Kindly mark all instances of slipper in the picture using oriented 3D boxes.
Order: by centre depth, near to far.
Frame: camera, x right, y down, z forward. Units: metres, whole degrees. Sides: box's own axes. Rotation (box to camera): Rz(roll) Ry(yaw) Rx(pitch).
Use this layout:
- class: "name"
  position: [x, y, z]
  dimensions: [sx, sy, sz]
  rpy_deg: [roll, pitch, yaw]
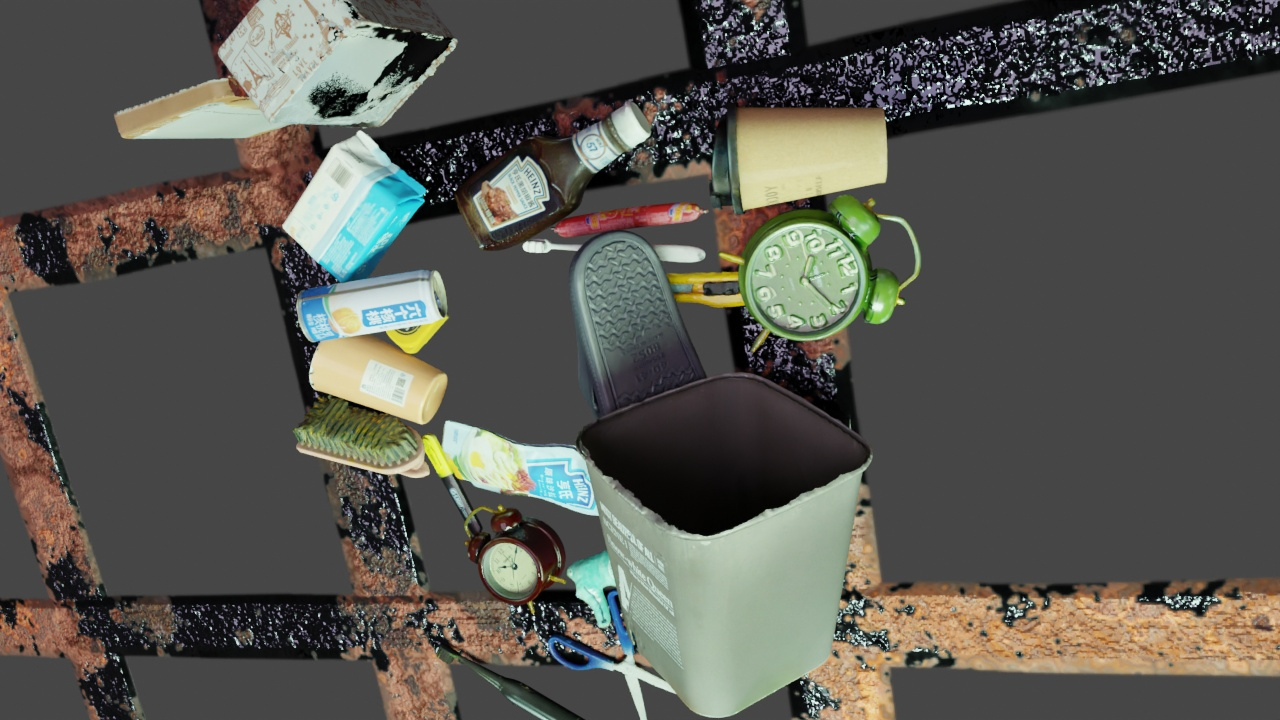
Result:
- class: "slipper"
  position: [-0.005, 0.005, 0.857]
  dimensions: [0.110, 0.083, 0.268]
  rpy_deg: [-24, 112, -19]

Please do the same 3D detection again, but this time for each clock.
- class: "clock"
  position: [0.157, -0.076, 0.787]
  dimensions: [0.161, 0.056, 0.116]
  rpy_deg: [-18, 99, 13]
- class: "clock"
  position: [-0.135, 0.202, 0.966]
  dimensions: [0.122, 0.055, 0.082]
  rpy_deg: [46, 113, 4]

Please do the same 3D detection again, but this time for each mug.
- class: "mug"
  position: [-0.268, 0.017, 0.952]
  dimensions: [0.123, 0.078, 0.078]
  rpy_deg: [22, 110, 7]

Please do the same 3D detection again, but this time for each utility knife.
- class: "utility knife"
  position: [0.043, -0.065, 0.855]
  dimensions: [0.155, 0.015, 0.033]
  rpy_deg: [0, 101, 18]

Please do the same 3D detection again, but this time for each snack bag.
- class: "snack bag"
  position: [-0.103, 0.112, 0.925]
  dimensions: [0.191, 0.038, 0.110]
  rpy_deg: [11, 132, 18]

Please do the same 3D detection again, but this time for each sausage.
- class: "sausage"
  position: [-0.012, -0.132, 0.854]
  dimensions: [0.156, 0.020, 0.020]
  rpy_deg: [-5, 103, 19]

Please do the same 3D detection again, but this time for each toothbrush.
- class: "toothbrush"
  position: [-0.027, -0.104, 0.867]
  dimensions: [0.180, 0.016, 0.016]
  rpy_deg: [5, 108, 17]
- class: "toothbrush"
  position: [-0.138, 0.374, 1.029]
  dimensions: [0.213, 0.026, 0.027]
  rpy_deg: [26, 99, 11]

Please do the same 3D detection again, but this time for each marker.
- class: "marker"
  position: [-0.204, 0.135, 0.992]
  dimensions: [0.018, 0.015, 0.124]
  rpy_deg: [-25, 95, 27]

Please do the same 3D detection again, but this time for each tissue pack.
- class: "tissue pack"
  position: [-0.283, -0.147, 0.915]
  dimensions: [0.090, 0.063, 0.140]
  rpy_deg: [43, 114, 1]

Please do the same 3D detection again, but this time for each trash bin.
- class: "trash bin"
  position: [0.069, 0.158, 0.789]
  dimensions: [0.199, 0.198, 0.220]
  rpy_deg: [36, 137, 51]

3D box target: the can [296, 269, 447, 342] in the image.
- class: "can"
  position: [-0.262, -0.054, 0.902]
  dimensions: [0.134, 0.053, 0.053]
  rpy_deg: [-9, 102, 2]

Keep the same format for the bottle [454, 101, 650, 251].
- class: "bottle"
  position: [-0.080, -0.174, 0.852]
  dimensions: [0.195, 0.044, 0.080]
  rpy_deg: [-27, 87, 22]

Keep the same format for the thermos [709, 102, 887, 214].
- class: "thermos"
  position: [0.129, -0.171, 0.763]
  dimensions: [0.143, 0.093, 0.093]
  rpy_deg: [-2, 104, 11]

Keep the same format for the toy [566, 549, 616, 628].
- class: "toy"
  position: [-0.035, 0.224, 0.949]
  dimensions: [0.092, 0.030, 0.096]
  rpy_deg: [-24, 77, 26]

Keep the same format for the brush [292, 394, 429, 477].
- class: "brush"
  position: [-0.293, 0.088, 0.981]
  dimensions: [0.146, 0.063, 0.073]
  rpy_deg: [12, 142, 20]

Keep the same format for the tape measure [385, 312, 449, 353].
- class: "tape measure"
  position: [-0.234, -0.042, 0.946]
  dimensions: [0.057, 0.029, 0.060]
  rpy_deg: [43, 96, 7]

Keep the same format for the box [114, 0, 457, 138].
- class: "box"
  position: [-0.318, -0.255, 0.838]
  dimensions: [0.273, 0.177, 0.106]
  rpy_deg: [-24, 95, 21]

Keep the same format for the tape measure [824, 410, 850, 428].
- class: "tape measure"
  position: [0.173, 0.083, 0.824]
  dimensions: [0.034, 0.065, 0.066]
  rpy_deg: [-1, 103, 15]

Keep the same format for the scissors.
- class: "scissors"
  position: [-0.023, 0.320, 0.984]
  dimensions: [0.162, 0.012, 0.176]
  rpy_deg: [0, 106, 17]
